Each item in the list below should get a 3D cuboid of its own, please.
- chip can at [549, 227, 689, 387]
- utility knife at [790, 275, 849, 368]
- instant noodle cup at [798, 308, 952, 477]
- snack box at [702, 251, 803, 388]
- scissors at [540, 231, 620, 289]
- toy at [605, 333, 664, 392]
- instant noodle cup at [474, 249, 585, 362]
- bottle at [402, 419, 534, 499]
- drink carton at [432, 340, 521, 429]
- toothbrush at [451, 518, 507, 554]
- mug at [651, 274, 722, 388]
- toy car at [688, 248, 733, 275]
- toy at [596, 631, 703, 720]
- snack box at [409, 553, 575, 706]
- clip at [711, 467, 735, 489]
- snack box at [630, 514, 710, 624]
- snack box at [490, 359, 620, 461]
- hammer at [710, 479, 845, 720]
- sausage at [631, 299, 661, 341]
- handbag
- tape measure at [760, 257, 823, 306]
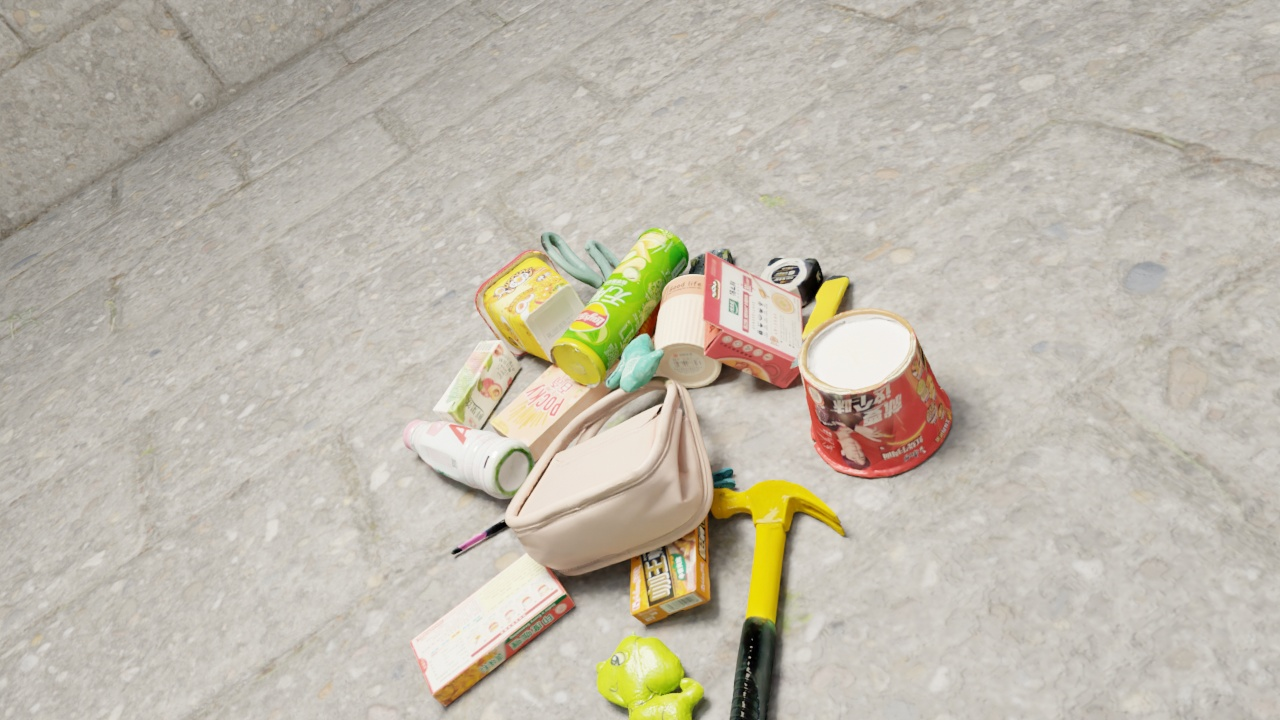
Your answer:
[{"bbox_3d":[-0.020,-0.069,1.100,0.073,0.072,0.220,10,50,37],"label":"chip can"},{"bbox_3d":[0.193,-0.043,0.985,0.033,0.015,0.215,-14,23,30],"label":"utility knife"},{"bbox_3d":[0.215,0.026,0.870,0.138,0.109,0.137,-17,42,15],"label":"instant noodle cup"},{"bbox_3d":[0.113,-0.044,0.994,0.044,0.127,0.113,-52,21,41],"label":"snack box"},{"bbox_3d":[-0.065,-0.113,1.179,0.019,0.171,0.177,-51,40,25],"label":"scissors"},{"bbox_3d":[-0.006,0.006,0.991,0.097,0.030,0.091,-47,18,22],"label":"toy"},{"bbox_3d":[-0.126,-0.062,1.152,0.116,0.116,0.124,-40,34,-13],"label":"instant noodle cup"},{"bbox_3d":[-0.209,0.107,1.072,0.197,0.068,0.068,12,55,42],"label":"bottle"},{"bbox_3d":[-0.206,0.035,1.155,0.046,0.053,0.122,1,48,37],"label":"drink carton"},{"bbox_3d":[-0.123,0.165,0.999,0.189,0.014,0.017,-30,49,-1],"label":"toothbrush"},{"bbox_3d":[0.048,-0.026,1.057,0.115,0.081,0.105,-34,32,39],"label":"mug"},{"bbox_3d":[0.085,-0.100,1.140,0.054,0.037,0.120,-13,32,20],"label":"toy car"},{"bbox_3d":[0.007,0.279,0.787,0.097,0.031,0.100,-19,45,13],"label":"toy"},{"bbox_3d":[-0.147,0.259,0.903,0.155,0.027,0.077,-36,40,-9],"label":"snack box"},{"bbox_3d":[0.069,0.126,0.926,0.057,0.014,0.047,-21,37,15],"label":"clip"},{"bbox_3d":[0.028,0.171,0.879,0.075,0.026,0.153,-27,38,25],"label":"snack box"},{"bbox_3d":[-0.098,0.045,1.100,0.157,0.026,0.084,-43,41,-17],"label":"snack box"},{"bbox_3d":[0.103,0.227,0.784,0.129,0.033,0.299,-8,44,25],"label":"hammer"},{"bbox_3d":[0.008,-0.046,1.138,0.021,0.021,0.164,-5,45,26],"label":"sausage"},{"bbox_3d":[-0.022,0.093,0.932,0.194,0.093,0.233,-26,28,25],"label":"handbag"},{"bbox_3d":[0.173,-0.090,1.078,0.066,0.033,0.065,8,50,38],"label":"tape measure"}]
